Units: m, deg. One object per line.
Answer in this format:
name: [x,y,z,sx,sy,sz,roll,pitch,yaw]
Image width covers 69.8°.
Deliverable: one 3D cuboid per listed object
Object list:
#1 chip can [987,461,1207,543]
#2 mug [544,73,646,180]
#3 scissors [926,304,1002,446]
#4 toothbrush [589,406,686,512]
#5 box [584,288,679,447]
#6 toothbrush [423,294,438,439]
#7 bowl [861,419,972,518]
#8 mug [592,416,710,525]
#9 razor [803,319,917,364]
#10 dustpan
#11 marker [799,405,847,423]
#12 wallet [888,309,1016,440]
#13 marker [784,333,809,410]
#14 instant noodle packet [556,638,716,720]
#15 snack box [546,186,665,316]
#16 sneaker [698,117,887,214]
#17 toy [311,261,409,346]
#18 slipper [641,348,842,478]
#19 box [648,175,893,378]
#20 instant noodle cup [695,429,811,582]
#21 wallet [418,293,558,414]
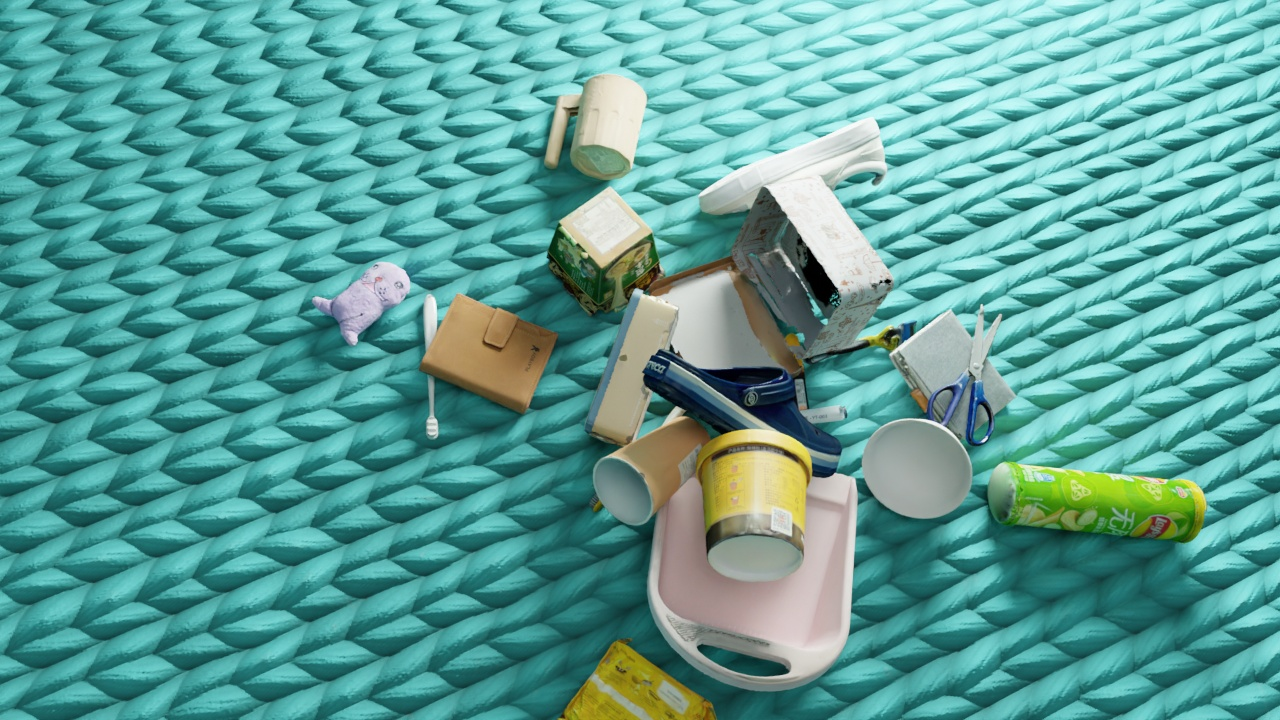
chip can: [0.504,0.158,1.025,0.221,0.073,0.072,6,68,-2]
mug: [-0.060,-0.293,1.165,0.125,0.084,0.103,1,68,23]
scissors: [0.394,0.021,1.067,0.170,0.012,0.141,-35,86,-16]
toothbrush: [0.006,0.098,1.045,0.018,0.016,0.191,36,71,19]
box: [-0.006,0.006,1.022,0.059,0.090,0.184,17,81,4]
toothbrush: [-0.243,0.004,1.063,0.016,0.016,0.180,-1,68,-12]
bowl: [0.315,0.110,1.027,0.118,0.119,0.064,41,33,11]
mug: [0.019,0.110,0.965,0.078,0.078,0.122,46,46,13]
razor: [0.263,-0.017,1.105,0.142,0.022,0.043,-12,114,-5]
dustpan: [0.121,0.199,0.947,0.222,0.139,0.272,11,69,1]
marker: [0.173,0.069,1.058,0.131,0.018,0.022,-7,96,2]
wallet: [0.365,0.021,1.087,0.106,0.037,0.129,-35,86,-15]
marker: [0.187,0.028,1.086,0.018,0.015,0.123,-5,72,-4]
instant noodle packet: [-0.001,0.359,0.927,0.128,0.044,0.110,35,77,13]
snack box: [-0.040,-0.134,1.083,0.117,0.106,0.118,-38,77,-17]
sneaker: [0.193,-0.218,1.151,0.242,0.089,0.091,-22,102,0]
toy: [-0.321,-0.074,1.077,0.084,0.039,0.107,41,73,18]
slipper: [0.114,0.043,0.975,0.252,0.105,0.095,28,90,-27]
box: [0.141,-0.087,1.039,0.226,0.157,0.180,-20,64,-10]
instant noodle cup: [0.113,0.148,0.915,0.118,0.119,0.114,7,48,-2]
wallet: [-0.173,-0.009,1.061,0.132,0.031,0.107,23,66,-3]
